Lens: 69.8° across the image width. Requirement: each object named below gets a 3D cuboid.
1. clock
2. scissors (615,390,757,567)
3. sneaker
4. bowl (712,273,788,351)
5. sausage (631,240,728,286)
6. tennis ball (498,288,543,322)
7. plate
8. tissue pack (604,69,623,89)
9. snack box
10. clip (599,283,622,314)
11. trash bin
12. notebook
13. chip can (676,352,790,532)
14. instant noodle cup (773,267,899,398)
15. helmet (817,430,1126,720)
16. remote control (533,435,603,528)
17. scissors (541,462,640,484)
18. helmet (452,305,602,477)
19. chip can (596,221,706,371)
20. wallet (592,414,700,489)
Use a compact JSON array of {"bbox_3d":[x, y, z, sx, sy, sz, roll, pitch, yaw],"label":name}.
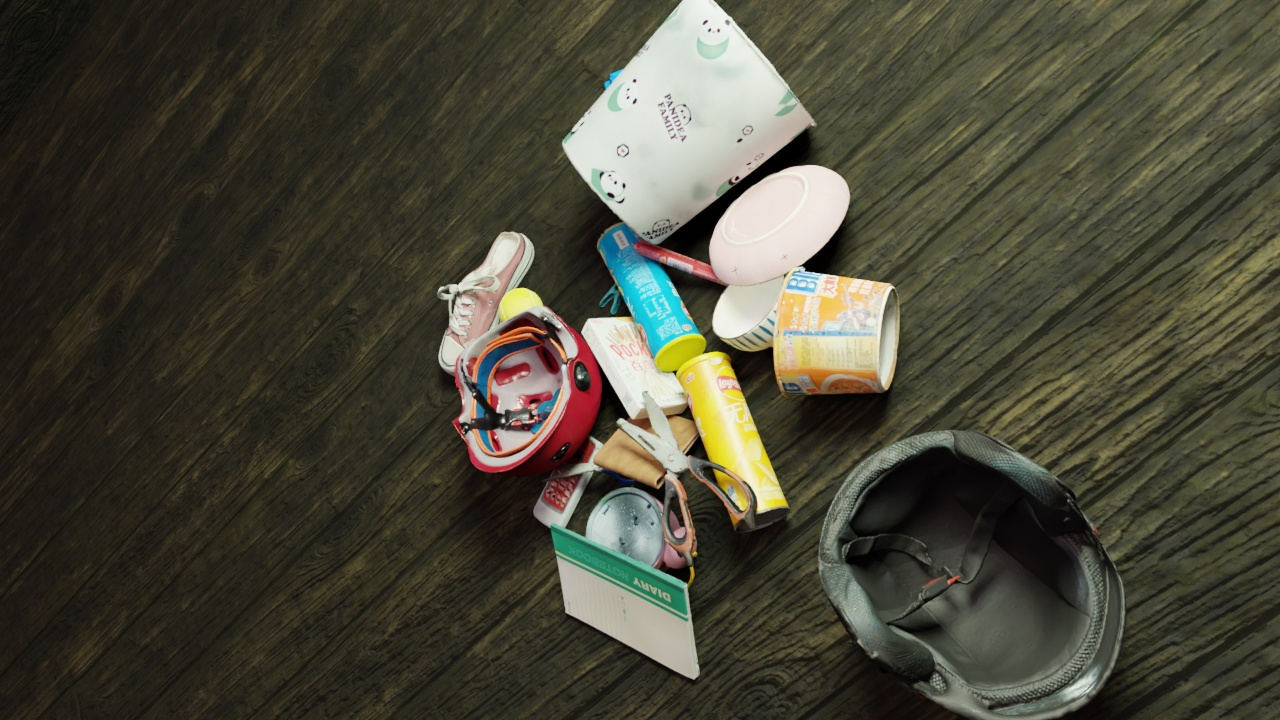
[{"bbox_3d":[0.006,0.233,1.143,0.117,0.059,0.158,-51,54,8],"label":"clock"},{"bbox_3d":[0.049,0.135,1.079,0.189,0.015,0.224,-6,77,31],"label":"scissors"},{"bbox_3d":[-0.249,-0.093,1.383,0.118,0.087,0.241,30,92,35],"label":"sneaker"},{"bbox_3d":[0.151,-0.058,1.119,0.117,0.066,0.116,-38,32,29],"label":"bowl"},{"bbox_3d":[0.060,-0.126,1.203,0.156,0.020,0.020,21,88,7],"label":"sausage"},{"bbox_3d":[-0.175,-0.073,1.344,0.066,0.065,0.065,-10,71,30],"label":"tennis ball"},{"bbox_3d":[0.160,-0.175,1.125,0.193,0.039,0.192,-29,35,22],"label":"plate"},{"bbox_3d":[0.028,-0.381,1.293,0.157,0.052,0.094,-15,65,10],"label":"tissue pack"},{"bbox_3d":[-0.007,0.007,1.201,0.156,0.084,0.027,59,136,30],"label":"snack box"},{"bbox_3d":[-0.034,-0.093,1.291,0.037,0.013,0.055,37,99,34],"label":"clip"},{"bbox_3d":[0.053,-0.298,1.163,0.252,0.229,0.229,-41,58,15],"label":"trash bin"},{"bbox_3d":[-0.022,0.290,1.114,0.209,0.012,0.150,16,127,36],"label":"notebook"},{"bbox_3d":[0.110,0.097,1.109,0.072,0.072,0.213,-30,63,22],"label":"chip can"},{"bbox_3d":[0.225,-0.028,1.033,0.112,0.151,0.151,5,79,25],"label":"instant noodle cup"},{"bbox_3d":[0.305,0.201,0.859,0.233,0.230,0.274,-45,65,6],"label":"helmet"},{"bbox_3d":[-0.099,0.164,1.253,0.056,0.020,0.136,28,92,34],"label":"remote control"},{"bbox_3d":[-0.050,0.142,1.192,0.170,0.012,0.144,-29,31,-5],"label":"scissors"},{"bbox_3d":[-0.135,0.058,1.225,0.207,0.144,0.239,-29,52,25],"label":"helmet"},{"bbox_3d":[0.012,-0.088,1.226,0.071,0.071,0.210,-37,59,18],"label":"chip can"},{"bbox_3d":[0.011,0.107,1.166,0.101,0.020,0.115,16,49,33],"label":"wallet"}]
